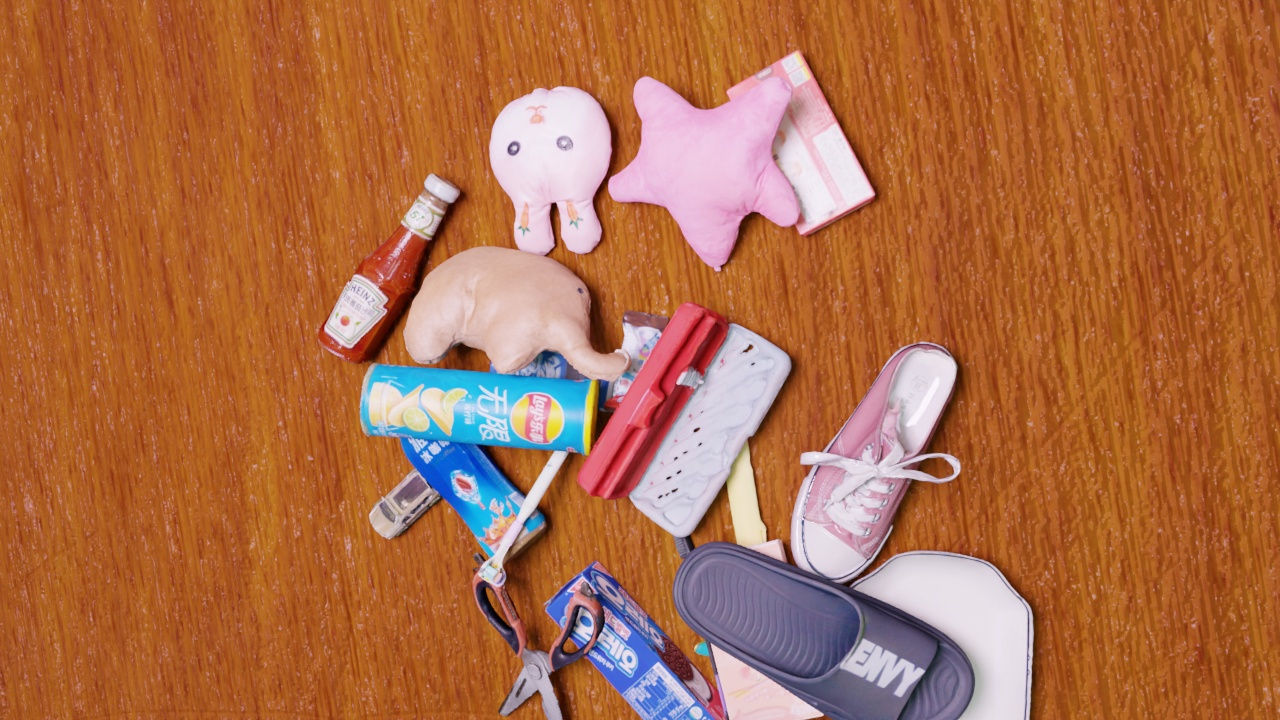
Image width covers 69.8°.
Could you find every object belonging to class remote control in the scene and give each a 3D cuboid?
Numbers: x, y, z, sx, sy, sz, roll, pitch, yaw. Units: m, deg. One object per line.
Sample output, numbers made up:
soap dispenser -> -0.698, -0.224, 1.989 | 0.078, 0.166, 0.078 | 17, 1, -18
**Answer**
remote control -> -0.085, 0.014, 0.900 | 0.125, 0.024, 0.049 | 12, 95, 9

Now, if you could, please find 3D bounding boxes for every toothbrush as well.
toothbrush -> -0.095, 0.124, 0.867 | 0.020, 0.029, 0.189 | 1, 55, 50
toothbrush -> 0.058, 0.247, 0.861 | 0.017, 0.014, 0.189 | -21, 73, 24

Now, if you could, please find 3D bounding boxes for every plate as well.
plate -> 0.260, 0.299, 0.824 | 0.162, 0.034, 0.265 | 2, 92, 13

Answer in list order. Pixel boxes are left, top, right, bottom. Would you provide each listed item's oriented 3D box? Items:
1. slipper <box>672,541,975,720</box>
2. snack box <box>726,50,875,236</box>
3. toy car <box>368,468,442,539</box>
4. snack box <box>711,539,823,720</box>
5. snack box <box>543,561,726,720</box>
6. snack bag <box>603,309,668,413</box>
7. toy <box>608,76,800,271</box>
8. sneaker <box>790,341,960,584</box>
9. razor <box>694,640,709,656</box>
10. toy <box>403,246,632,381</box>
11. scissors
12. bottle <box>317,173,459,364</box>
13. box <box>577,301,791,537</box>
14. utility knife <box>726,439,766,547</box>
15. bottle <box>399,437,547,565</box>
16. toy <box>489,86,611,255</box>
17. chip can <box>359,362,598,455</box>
slipper -> 0.150, 0.240, 0.774 | 0.268, 0.083, 0.110 | 24, 86, 9
snack box -> 0.146, -0.197, 0.837 | 0.075, 0.025, 0.153 | -28, 85, 14
toy car -> -0.241, 0.145, 0.937 | 0.090, 0.035, 0.042 | -42, 81, 14
snack box -> 0.107, 0.250, 0.836 | 0.084, 0.026, 0.157 | -16, 81, 12
snack box -> 0.001, 0.287, 0.872 | 0.207, 0.058, 0.057 | 46, 101, 8
snack bag -> -0.005, 0.005, 0.878 | 0.045, 0.026, 0.105 | 12, 92, -11
toy -> 0.053, -0.166, 0.833 | 0.195, 0.074, 0.179 | 8, 115, 30
sneaker -> 0.203, 0.094, 0.802 | 0.118, 0.087, 0.241 | 29, 99, 11
razor -> 0.117, 0.269, 0.859 | 0.133, 0.028, 0.043 | -5, 87, 13
toy -> -0.110, -0.043, 0.858 | 0.226, 0.082, 0.143 | 9, 61, 19
scissors -> -0.095, 0.278, 0.874 | 0.189, 0.015, 0.225 | -18, 100, 35
bottle -> -0.248, -0.092, 0.917 | 0.060, 0.059, 0.206 | 36, 100, 10
box -> 0.040, 0.056, 0.831 | 0.100, 0.094, 0.201 | 34, 99, 27
utility knife -> 0.095, 0.106, 0.864 | 0.031, 0.019, 0.178 | -9, 94, 9
bottle -> -0.184, 0.102, 0.906 | 0.065, 0.065, 0.218 | -44, 82, 11
toy -> -0.083, -0.180, 0.881 | 0.121, 0.054, 0.159 | -4, 99, 15
chip can -> -0.146, 0.044, 0.852 | 0.210, 0.071, 0.071 | 5, 93, 2
